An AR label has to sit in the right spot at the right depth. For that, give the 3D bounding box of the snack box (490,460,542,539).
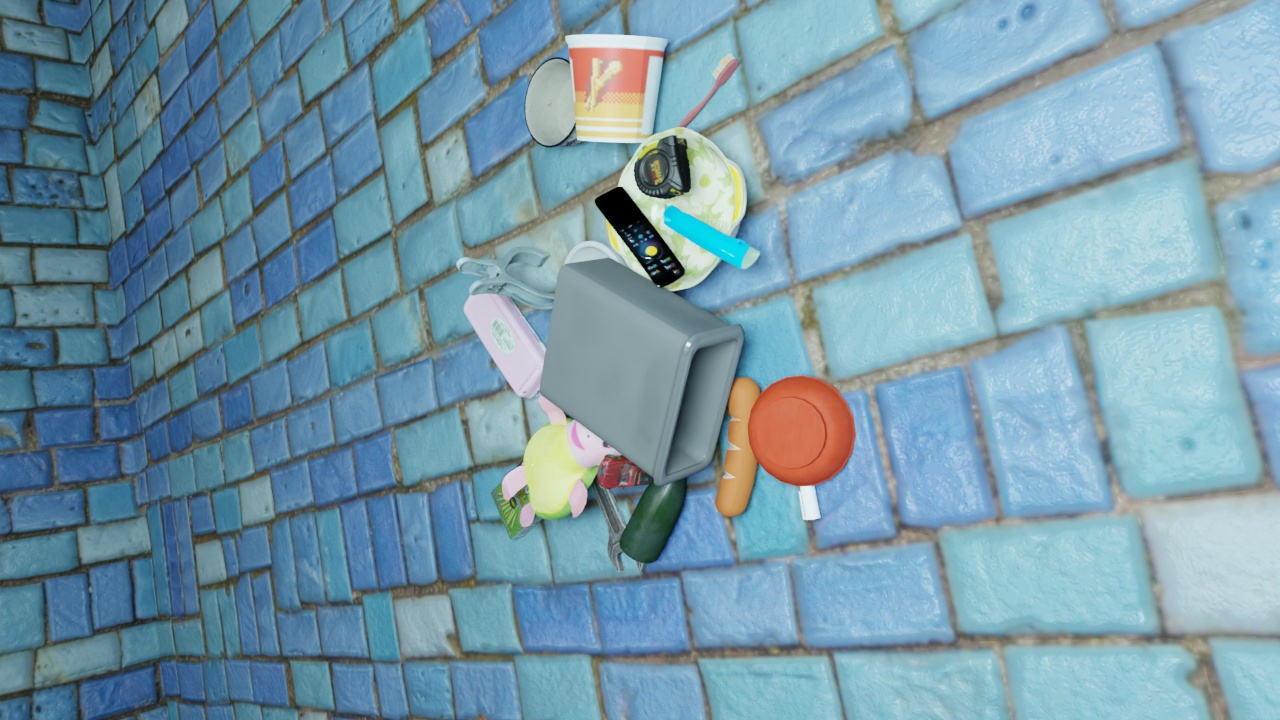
[{"bbox_3d":[-0.160,0.192,1.346,0.148,0.025,0.080,-44,63,36],"label":"snack box"}]

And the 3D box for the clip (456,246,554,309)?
[{"bbox_3d":[-0.155,-0.091,1.235,0.143,0.171,0.029,51,126,17],"label":"clip"}]

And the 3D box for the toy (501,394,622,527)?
[{"bbox_3d":[-0.101,0.134,1.226,0.239,0.087,0.190,-43,48,26],"label":"toy"}]

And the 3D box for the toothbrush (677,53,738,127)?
[{"bbox_3d":[0.058,-0.295,1.114,0.185,0.015,0.015,-48,58,36],"label":"toothbrush"}]

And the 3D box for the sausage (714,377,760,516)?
[{"bbox_3d":[0.116,0.101,1.062,0.044,0.039,0.164,6,98,2],"label":"sausage"}]

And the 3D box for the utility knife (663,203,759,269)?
[{"bbox_3d":[0.074,-0.140,1.024,0.158,0.015,0.031,37,115,37],"label":"utility knife"}]

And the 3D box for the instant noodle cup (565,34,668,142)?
[{"bbox_3d":[-0.031,-0.333,1.131,0.123,0.123,0.121,17,111,42],"label":"instant noodle cup"}]

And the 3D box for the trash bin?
[{"bbox_3d":[-0.006,0.006,1.077,0.220,0.097,0.192,33,122,36],"label":"trash bin"}]

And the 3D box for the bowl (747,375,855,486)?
[{"bbox_3d":[0.168,0.077,0.994,0.122,0.035,0.122,0,90,28],"label":"bowl"}]

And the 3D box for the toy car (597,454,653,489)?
[{"bbox_3d":[-0.013,0.140,1.156,0.036,0.091,0.042,27,111,55],"label":"toy car"}]

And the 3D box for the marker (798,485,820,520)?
[{"bbox_3d":[0.178,0.111,1.019,0.017,0.020,0.133,138,122,-79],"label":"marker"}]

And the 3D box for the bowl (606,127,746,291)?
[{"bbox_3d":[0.055,-0.177,1.093,0.220,0.060,0.188,-7,88,45],"label":"bowl"}]

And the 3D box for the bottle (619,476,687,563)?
[{"bbox_3d":[0.031,0.169,1.143,0.055,0.055,0.174,40,115,35],"label":"bottle"}]

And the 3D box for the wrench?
[{"bbox_3d":[-0.058,0.164,1.257,0.070,0.010,0.273,-39,66,38],"label":"wrench"}]

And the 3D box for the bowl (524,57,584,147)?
[{"bbox_3d":[-0.096,-0.340,1.227,0.116,0.059,0.115,3,95,44],"label":"bowl"}]

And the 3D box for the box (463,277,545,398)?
[{"bbox_3d":[-0.192,-0.037,1.357,0.087,0.044,0.202,-53,57,26],"label":"box"}]

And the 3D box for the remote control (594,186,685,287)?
[{"bbox_3d":[-0.002,-0.146,1.085,0.152,0.041,0.020,55,168,26],"label":"remote control"}]

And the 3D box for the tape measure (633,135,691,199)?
[{"bbox_3d":[0.026,-0.216,1.052,0.063,0.038,0.067,-11,87,35],"label":"tape measure"}]

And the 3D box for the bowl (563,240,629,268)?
[{"bbox_3d":[-0.045,-0.083,1.200,0.150,0.043,0.150,18,115,47],"label":"bowl"}]
